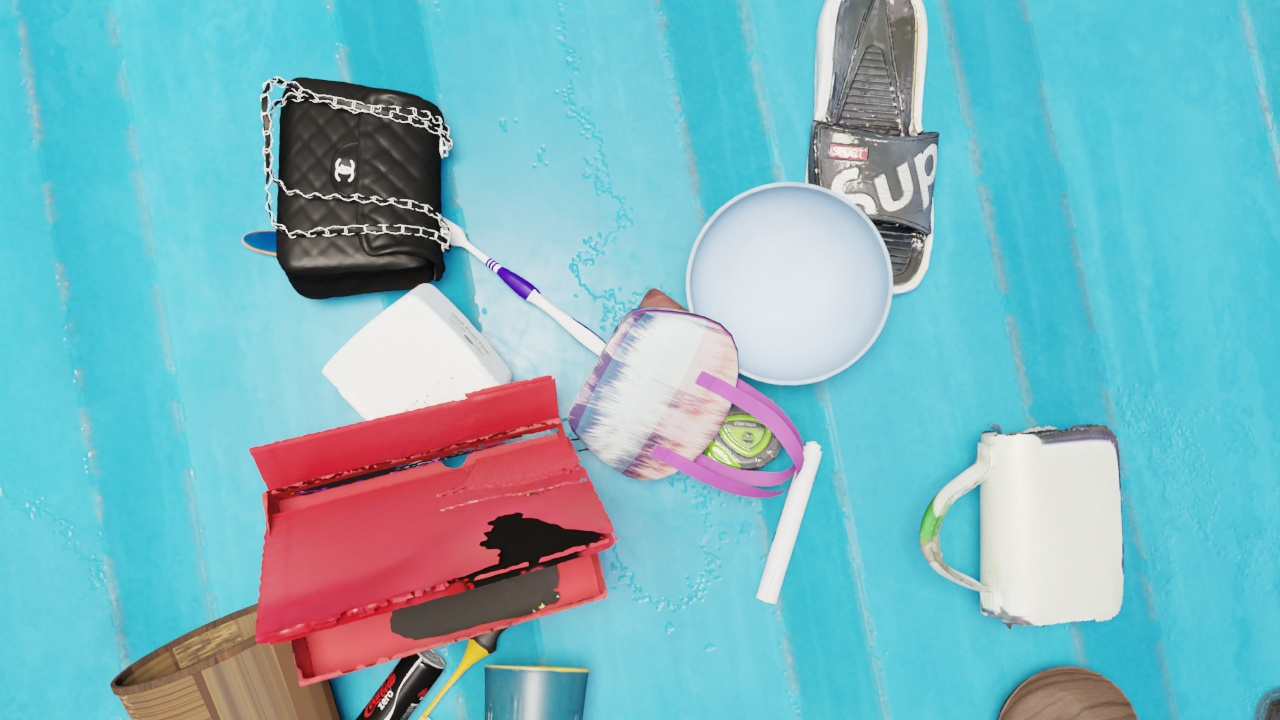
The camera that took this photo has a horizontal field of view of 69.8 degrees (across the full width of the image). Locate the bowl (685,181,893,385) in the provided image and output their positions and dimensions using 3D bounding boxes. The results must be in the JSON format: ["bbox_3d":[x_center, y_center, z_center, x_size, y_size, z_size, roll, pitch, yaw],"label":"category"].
[{"bbox_3d":[0.111,-0.058,0.707,0.150,0.074,0.150,0,95,4],"label":"bowl"}]

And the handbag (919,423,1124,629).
[{"bbox_3d":[0.280,0.125,0.706,0.175,0.074,0.151,-2,89,-23],"label":"handbag"}]

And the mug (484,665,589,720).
[{"bbox_3d":[-0.079,0.285,0.665,0.078,0.078,0.121,3,72,-4],"label":"mug"}]

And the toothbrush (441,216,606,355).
[{"bbox_3d":[-0.090,-0.055,0.721,0.186,0.016,0.015,38,96,2],"label":"toothbrush"}]

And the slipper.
[{"bbox_3d":[0.189,-0.185,0.733,0.111,0.063,0.263,3,84,-4],"label":"slipper"}]

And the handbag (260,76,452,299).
[{"bbox_3d":[-0.201,-0.133,0.669,0.125,0.115,0.153,-1,72,-10],"label":"handbag"}]

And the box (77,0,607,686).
[{"bbox_3d":[-0.157,-0.002,0.579,0.212,0.128,0.426,-13,109,-12],"label":"box"}]

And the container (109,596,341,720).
[{"bbox_3d":[-0.270,0.271,0.646,0.132,0.132,0.167,-20,94,-5],"label":"container"}]

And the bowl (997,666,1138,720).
[{"bbox_3d":[0.333,0.300,0.731,0.119,0.032,0.119,0,87,-4],"label":"bowl"}]

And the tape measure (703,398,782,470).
[{"bbox_3d":[0.080,0.058,0.725,0.065,0.036,0.058,6,77,-1],"label":"tape measure"}]

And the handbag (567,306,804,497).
[{"bbox_3d":[0.041,0.043,0.676,0.170,0.068,0.145,30,111,-2],"label":"handbag"}]

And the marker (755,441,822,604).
[{"bbox_3d":[0.119,0.128,0.730,0.017,0.020,0.133,18,86,-2],"label":"marker"}]

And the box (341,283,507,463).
[{"bbox_3d":[-0.162,0.006,0.701,0.102,0.101,0.108,-39,100,12],"label":"box"}]

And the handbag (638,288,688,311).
[{"bbox_3d":[-0.004,0.004,0.728,0.055,0.029,0.119,37,91,4],"label":"handbag"}]

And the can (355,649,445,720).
[{"bbox_3d":[-0.184,0.256,0.695,0.031,0.031,0.080,37,85,-2],"label":"can"}]

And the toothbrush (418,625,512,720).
[{"bbox_3d":[-0.119,0.214,0.705,0.031,0.031,0.196,38,89,2],"label":"toothbrush"}]

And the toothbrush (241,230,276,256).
[{"bbox_3d":[-0.244,-0.084,0.717,0.135,0.017,0.021,10,69,-4],"label":"toothbrush"}]
